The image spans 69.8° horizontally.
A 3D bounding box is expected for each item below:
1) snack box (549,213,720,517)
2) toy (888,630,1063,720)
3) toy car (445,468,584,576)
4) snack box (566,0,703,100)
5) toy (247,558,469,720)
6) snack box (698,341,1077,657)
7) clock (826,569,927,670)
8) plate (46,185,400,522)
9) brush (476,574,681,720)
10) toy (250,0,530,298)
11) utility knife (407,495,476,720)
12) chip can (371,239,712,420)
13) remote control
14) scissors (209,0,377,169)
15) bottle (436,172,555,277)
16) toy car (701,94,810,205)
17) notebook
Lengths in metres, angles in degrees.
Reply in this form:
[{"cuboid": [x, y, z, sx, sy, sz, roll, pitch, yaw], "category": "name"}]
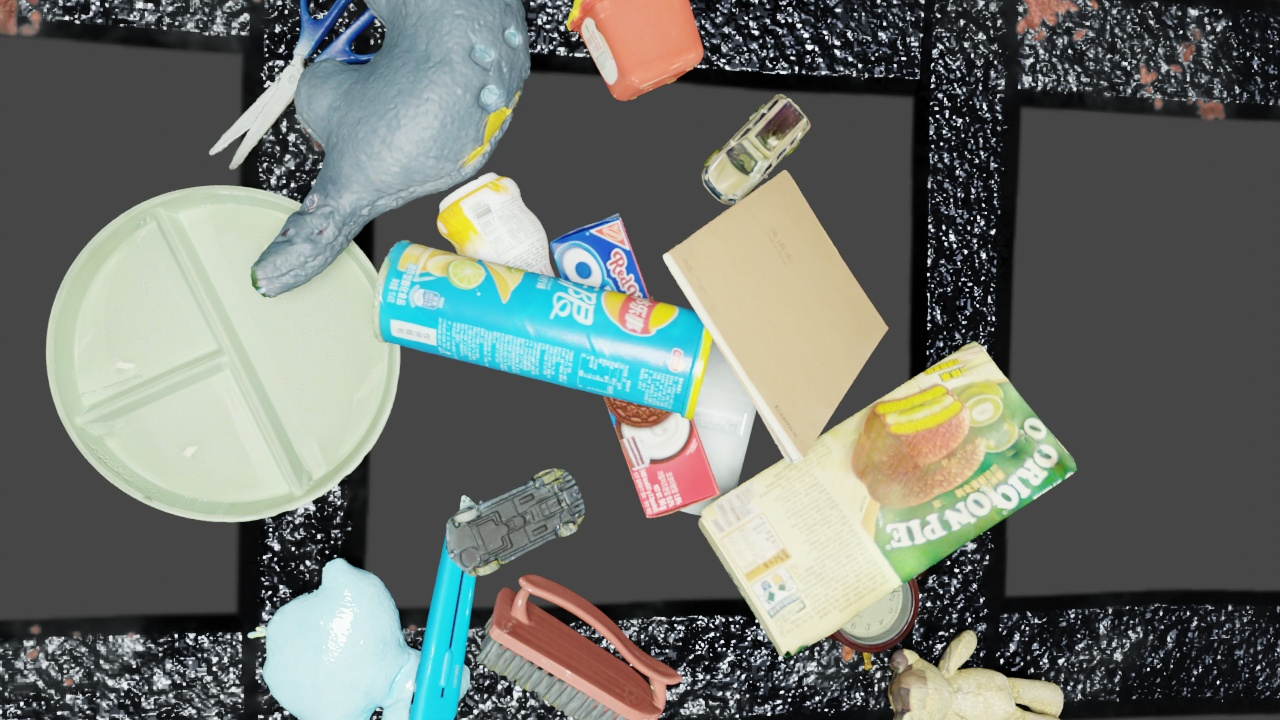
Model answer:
[{"cuboid": [-0.004, 0.004, 0.653, 0.057, 0.058, 0.207, -19, 89, 2], "category": "snack box"}, {"cuboid": [0.265, 0.268, 0.717, 0.157, 0.066, 0.105, 13, 57, -13], "category": "toy"}, {"cuboid": [-0.091, 0.116, 0.663, 0.105, 0.031, 0.049, -23, 92, -23], "category": "toy car"}, {"cuboid": [-0.003, -0.230, 0.642, 0.082, 0.091, 0.080, -25, 102, -7], "category": "snack box"}, {"cuboid": [-0.196, 0.221, 0.644, 0.156, 0.050, 0.161, 11, 90, -20], "category": "toy"}, {"cuboid": [0.169, 0.097, 0.648, 0.240, 0.063, 0.114, -31, 71, -7], "category": "snack box"}, {"cuboid": [0.170, 0.165, 0.696, 0.082, 0.055, 0.122, 26, 86, -9], "category": "clock"}, {"cuboid": [-0.283, -0.004, 0.635, 0.230, 0.027, 0.230, 0, 92, -9], "category": "plate"}, {"cuboid": [-0.042, 0.214, 0.661, 0.146, 0.063, 0.069, 35, 99, -9], "category": "brush"}, {"cuboid": [-0.149, -0.194, 0.615, 0.138, 0.091, 0.356, 22, 86, -15], "category": "toy"}, {"cuboid": [-0.134, 0.176, 0.650, 0.034, 0.018, 0.160, 19, 69, -34], "category": "utility knife"}, {"cuboid": [-0.060, -0.021, 0.591, 0.210, 0.071, 0.071, 14, 89, 4], "category": "chip can"}, {"cuboid": [0.056, 0.049, 0.692, 0.056, 0.020, 0.136, 13, 91, -7], "category": "remote control"}, {"cuboid": [-0.229, -0.198, 0.646, 0.126, 0.012, 0.173, 12, 91, -9], "category": "scissors"}, {"cuboid": [-0.094, -0.074, 0.644, 0.063, 0.063, 0.108, -32, 97, -7], "category": "bottle"}, {"cuboid": [0.085, -0.157, 0.685, 0.042, 0.035, 0.090, 45, 88, -5], "category": "toy car"}, {"cuboid": [0.101, -0.042, 0.628, 0.012, 0.210, 0.149, -29, 98, 37], "category": "notebook"}]
